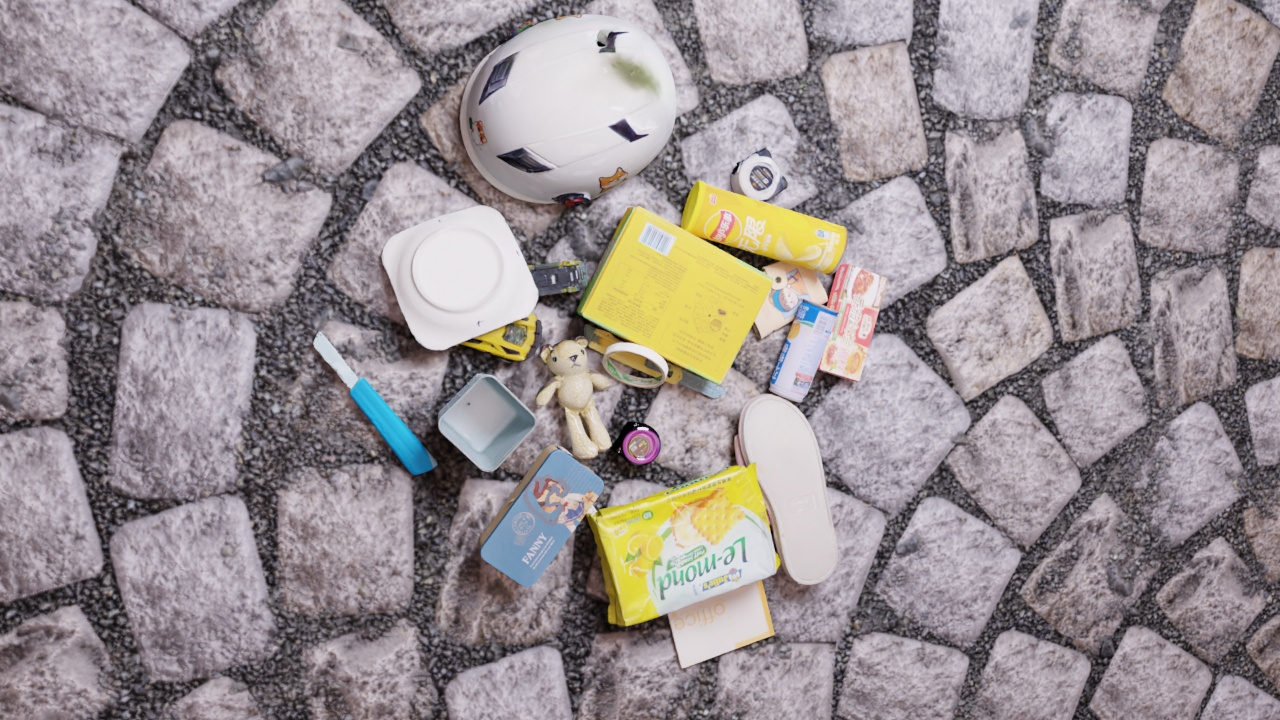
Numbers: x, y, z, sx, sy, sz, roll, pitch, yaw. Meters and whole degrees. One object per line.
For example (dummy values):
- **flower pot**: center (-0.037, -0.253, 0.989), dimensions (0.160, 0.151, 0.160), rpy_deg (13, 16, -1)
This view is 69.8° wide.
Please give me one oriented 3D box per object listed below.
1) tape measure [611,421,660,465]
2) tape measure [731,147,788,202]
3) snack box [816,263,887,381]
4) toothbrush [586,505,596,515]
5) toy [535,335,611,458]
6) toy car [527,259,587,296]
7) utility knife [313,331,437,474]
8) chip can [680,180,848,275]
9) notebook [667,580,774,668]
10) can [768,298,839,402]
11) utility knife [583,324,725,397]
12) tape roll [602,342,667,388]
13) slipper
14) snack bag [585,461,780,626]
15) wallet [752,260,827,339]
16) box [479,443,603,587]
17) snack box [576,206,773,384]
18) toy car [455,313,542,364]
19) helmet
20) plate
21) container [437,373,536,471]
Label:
- **tape measure**: center (-0.003, 0.110, 1.216), dimensions (0.058, 0.039, 0.057), rpy_deg (30, 86, -10)
- **tape measure**: center (0.157, -0.245, 1.240), dimensions (0.066, 0.034, 0.066), rpy_deg (-33, 99, -13)
- **snack box**: center (0.292, -0.053, 1.286), dimensions (0.075, 0.025, 0.153), rpy_deg (16, 89, -27)
- **toothbrush**: center (-0.023, 0.266, 1.232), dimensions (0.016, 0.016, 0.180), rpy_deg (-34, 102, 0)
- **toy**: center (-0.080, 0.049, 1.177), dimensions (0.105, 0.066, 0.157), rpy_deg (-17, 91, -19)
- **toy car**: center (-0.114, -0.104, 1.174), dimensions (0.091, 0.036, 0.043), rpy_deg (-9, 97, -15)
- **utility knife**: center (-0.331, 0.055, 1.133), dimensions (0.034, 0.018, 0.218), rpy_deg (-38, 103, -8)
- **chip can**: center (0.164, -0.173, 1.218), dimensions (0.213, 0.072, 0.072), rpy_deg (16, 89, -11)
- **notebook**: center (0.098, 0.307, 1.270), dimensions (0.145, 0.010, 0.206), rpy_deg (-15, 97, -14)
- **can**: center (0.222, -0.013, 1.252), dimensions (0.053, 0.053, 0.134), rpy_deg (18, 98, -16)
- **utility knife**: center (0.018, 0.005, 1.231), dimensions (0.216, 0.022, 0.031), rpy_deg (24, 93, -20)
- **tape roll**: center (-0.007, 0.007, 1.187), dimensions (0.085, 0.086, 0.013), rpy_deg (28, 58, -15)
- **slipper**: center (0.202, 0.177, 1.268), dimensions (0.114, 0.054, 0.274), rpy_deg (-20, 95, -13)
- **snack bag**: center (0.056, 0.236, 1.205), dimensions (0.246, 0.068, 0.158), rpy_deg (-17, 100, -10)
- **wallet**: center (0.195, -0.094, 1.266), dimensions (0.115, 0.024, 0.087), rpy_deg (-28, 105, -12)
- **box**: center (-0.132, 0.201, 1.176), dimensions (0.090, 0.062, 0.184), rpy_deg (35, 82, -14)
- **snack box**: center (0.043, -0.083, 1.189), dimensions (0.210, 0.070, 0.157), rpy_deg (26, 93, -13)
- **toy car**: center (-0.201, -0.044, 1.152), dimensions (0.155, 0.041, 0.071), rpy_deg (18, 87, -14)
- **helmet**: center (-0.077, -0.311, 1.109), dimensions (0.273, 0.157, 0.230), rpy_deg (-18, 97, -13)
- **plate**: center (-0.222, -0.108, 1.121), dimensions (0.164, 0.034, 0.163), rpy_deg (-24, 80, -12)
- **container**: center (-0.192, 0.072, 1.125), dimensions (0.090, 0.111, 0.090), rpy_deg (-46, 102, -9)
